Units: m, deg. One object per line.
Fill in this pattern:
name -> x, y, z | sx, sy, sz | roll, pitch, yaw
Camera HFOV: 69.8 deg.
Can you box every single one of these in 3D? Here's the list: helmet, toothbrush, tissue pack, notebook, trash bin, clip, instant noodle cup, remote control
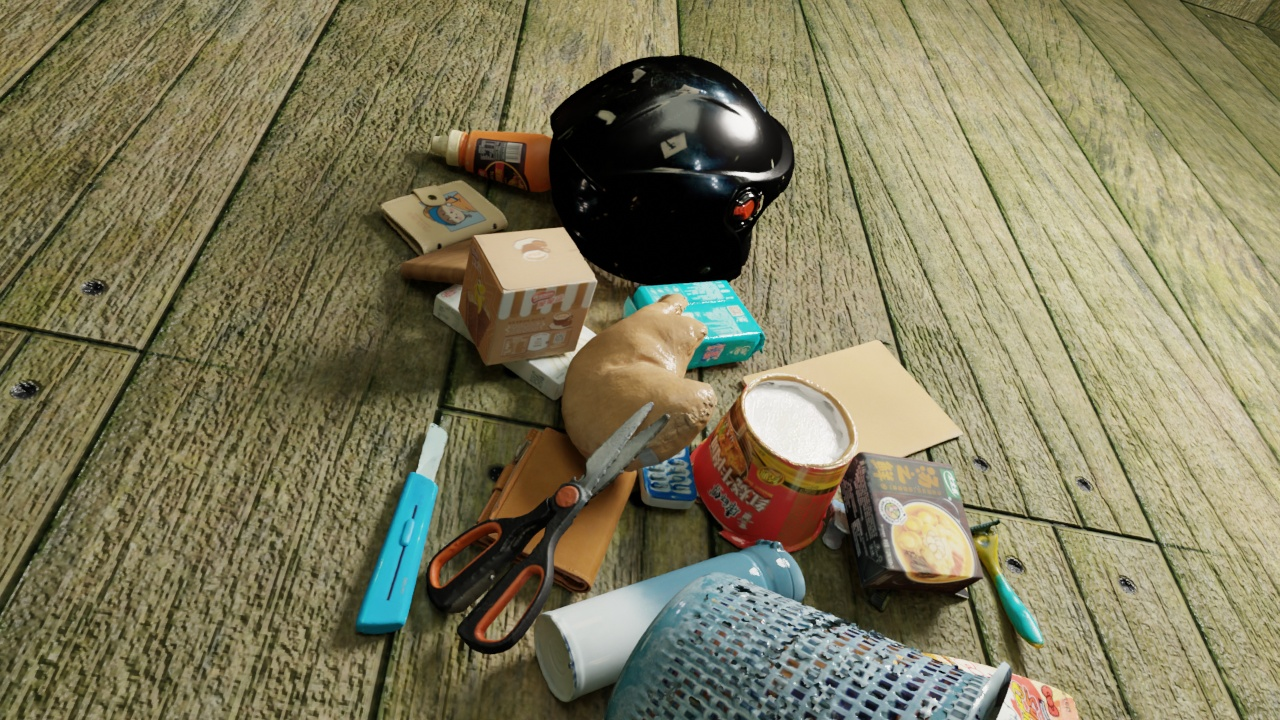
helmet -> 0.029, -0.218, 1.002 | 0.275, 0.230, 0.233 | -33, 57, 2
toothbrush -> 0.254, 0.170, 0.857 | 0.017, 0.012, 0.185 | 27, 42, 22
tissue pack -> 0.058, -0.037, 0.959 | 0.133, 0.050, 0.093 | -7, 48, -28
notebook -> 0.225, 0.050, 0.970 | 0.207, 0.008, 0.147 | -14, 54, -32
trash bin -> 0.093, 0.243, 0.581 | 0.195, 0.227, 0.225 | 26, 40, 30
clip -> 0.184, 0.150, 0.847 | 0.024, 0.026, 0.056 | 28, 30, 4
instant noodle cup -> 0.123, 0.085, 0.819 | 0.138, 0.109, 0.137 | 12, 43, -11
remote control -> 0.019, 0.084, 0.840 | 0.049, 0.024, 0.124 | 8, 41, -14

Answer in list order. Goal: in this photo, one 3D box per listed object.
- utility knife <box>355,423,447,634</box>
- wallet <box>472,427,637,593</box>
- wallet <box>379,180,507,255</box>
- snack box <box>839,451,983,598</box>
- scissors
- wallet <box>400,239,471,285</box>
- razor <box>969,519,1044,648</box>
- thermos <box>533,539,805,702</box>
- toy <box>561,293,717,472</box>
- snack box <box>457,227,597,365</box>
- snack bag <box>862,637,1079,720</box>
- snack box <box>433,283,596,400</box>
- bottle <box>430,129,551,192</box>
utility knife -> -0.181, 0.124, 0.724 | 0.034, 0.018, 0.202 | 13, 42, -8
wallet -> -0.069, 0.119, 0.764 | 0.108, 0.031, 0.131 | 24, 41, 0
wallet -> -0.215, -0.157, 0.995 | 0.114, 0.024, 0.087 | -29, 67, -39
snack box -> 0.247, 0.148, 0.825 | 0.125, 0.053, 0.113 | 8, 55, -20
scissors -> -0.054, 0.125, 0.686 | 0.234, 0.022, 0.161 | -26, 50, 1
wallet -> -0.166, -0.103, 0.925 | 0.101, 0.020, 0.115 | 10, 29, 36
razor -> 0.334, 0.206, 0.840 | 0.043, 0.028, 0.132 | -13, 45, -2
thermos -> 0.030, 0.195, 0.703 | 0.220, 0.070, 0.070 | -10, 51, -30
toy -> -0.005, 0.005, 0.826 | 0.143, 0.082, 0.225 | -13, 38, 10
snack box -> -0.106, -0.060, 0.843 | 0.092, 0.095, 0.077 | -10, 51, -29
snack bag -> 0.261, 0.288, 0.712 | 0.207, 0.073, 0.128 | 20, 41, -13
snack box -> -0.117, -0.031, 0.902 | 0.157, 0.027, 0.084 | 35, 44, 13
bottle -> -0.170, -0.239, 1.070 | 0.149, 0.067, 0.066 | 10, 43, -3
